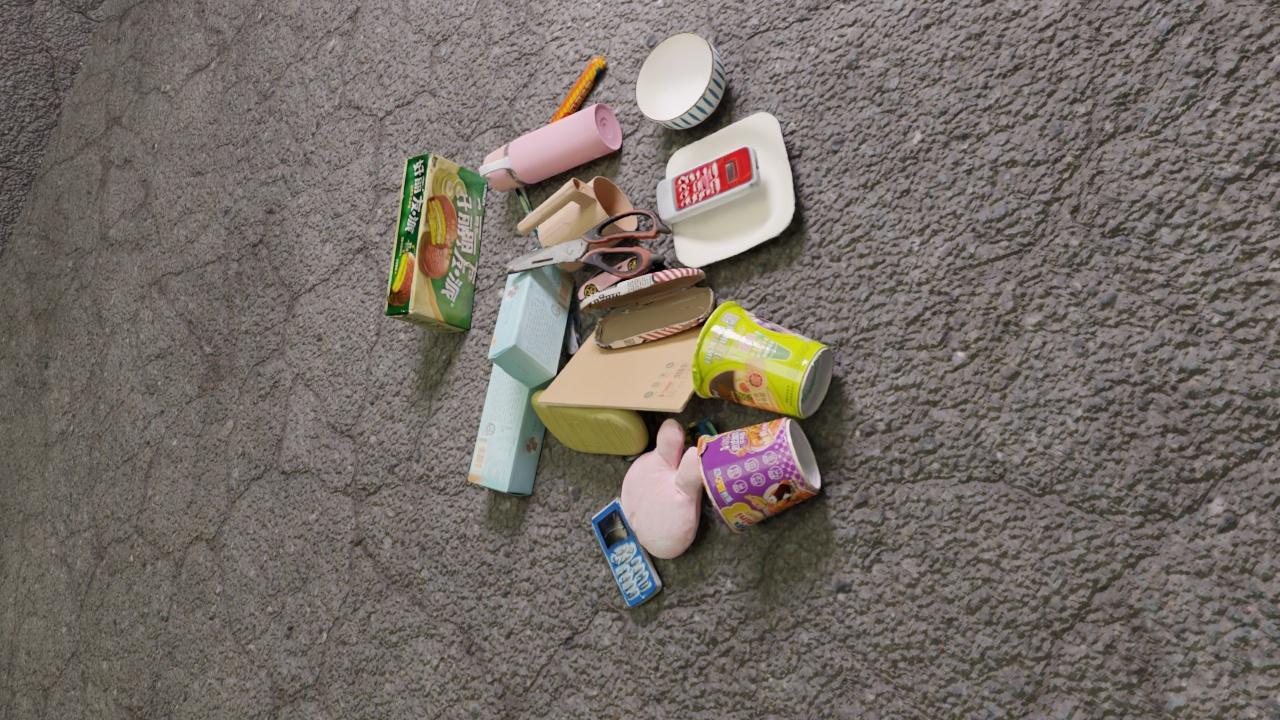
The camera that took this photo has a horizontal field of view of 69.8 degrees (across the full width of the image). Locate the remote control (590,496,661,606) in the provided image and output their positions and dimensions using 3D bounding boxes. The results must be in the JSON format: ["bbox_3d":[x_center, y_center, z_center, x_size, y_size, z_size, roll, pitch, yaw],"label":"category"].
[{"bbox_3d":[-0.017,0.226,1.085,0.049,0.024,0.125,-40,60,23],"label":"remote control"}]

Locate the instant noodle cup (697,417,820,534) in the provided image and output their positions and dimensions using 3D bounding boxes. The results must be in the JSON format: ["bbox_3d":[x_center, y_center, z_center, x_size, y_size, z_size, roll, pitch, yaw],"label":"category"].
[{"bbox_3d":[0.127,0.115,0.958,0.099,0.111,0.111,-23,66,22],"label":"instant noodle cup"}]

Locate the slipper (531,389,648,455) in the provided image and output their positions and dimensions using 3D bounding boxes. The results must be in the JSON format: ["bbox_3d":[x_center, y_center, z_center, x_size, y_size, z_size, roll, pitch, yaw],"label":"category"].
[{"bbox_3d":[-0.051,0.064,1.124,0.191,0.092,0.081,7,43,47],"label":"slipper"}]

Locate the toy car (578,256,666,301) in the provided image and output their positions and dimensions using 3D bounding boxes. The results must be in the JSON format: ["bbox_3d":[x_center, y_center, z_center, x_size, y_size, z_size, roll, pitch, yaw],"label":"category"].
[{"bbox_3d":[-0.024,-0.103,1.151,0.123,0.056,0.037,-27,71,29],"label":"toy car"}]

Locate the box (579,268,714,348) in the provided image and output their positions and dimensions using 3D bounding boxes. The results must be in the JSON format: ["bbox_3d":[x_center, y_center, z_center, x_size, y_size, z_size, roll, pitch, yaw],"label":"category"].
[{"bbox_3d":[0.003,-0.075,1.099,0.163,0.087,0.076,-15,39,28],"label":"box"}]

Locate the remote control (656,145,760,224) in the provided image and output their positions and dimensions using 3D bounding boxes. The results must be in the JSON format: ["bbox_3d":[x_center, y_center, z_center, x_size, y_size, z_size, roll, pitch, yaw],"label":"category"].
[{"bbox_3d":[0.077,-0.205,1.077,0.136,0.020,0.055,-16,71,33],"label":"remote control"}]

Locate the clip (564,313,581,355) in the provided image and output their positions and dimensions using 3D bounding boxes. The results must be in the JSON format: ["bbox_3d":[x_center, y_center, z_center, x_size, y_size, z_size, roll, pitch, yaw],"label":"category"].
[{"bbox_3d":[-0.089,-0.032,1.206,0.026,0.038,0.058,-26,63,27],"label":"clip"}]

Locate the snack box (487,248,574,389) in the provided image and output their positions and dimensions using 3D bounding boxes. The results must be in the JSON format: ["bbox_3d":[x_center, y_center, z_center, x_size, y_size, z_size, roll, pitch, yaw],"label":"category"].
[{"bbox_3d":[-0.138,-0.055,1.172,0.052,0.074,0.174,-26,40,33],"label":"snack box"}]

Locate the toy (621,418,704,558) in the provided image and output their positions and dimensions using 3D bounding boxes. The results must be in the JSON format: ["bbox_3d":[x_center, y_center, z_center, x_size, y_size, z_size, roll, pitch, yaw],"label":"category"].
[{"bbox_3d":[0.030,0.146,1.032,0.121,0.054,0.160,52,132,34],"label":"toy"}]

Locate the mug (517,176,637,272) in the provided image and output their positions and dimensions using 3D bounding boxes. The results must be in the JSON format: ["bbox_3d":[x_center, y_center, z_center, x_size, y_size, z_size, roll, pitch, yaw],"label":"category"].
[{"bbox_3d":[-0.081,-0.177,1.168,0.104,0.124,0.084,-33,62,28],"label":"mug"}]

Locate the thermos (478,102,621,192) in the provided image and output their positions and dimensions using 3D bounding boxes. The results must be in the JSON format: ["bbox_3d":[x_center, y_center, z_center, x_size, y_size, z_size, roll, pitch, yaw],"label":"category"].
[{"bbox_3d":[-0.129,-0.285,1.247,0.199,0.087,0.067,-13,94,29],"label":"thermos"}]

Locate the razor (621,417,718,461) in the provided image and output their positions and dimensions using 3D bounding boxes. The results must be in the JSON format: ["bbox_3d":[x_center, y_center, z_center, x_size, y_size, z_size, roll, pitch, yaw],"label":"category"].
[{"bbox_3d":[0.035,0.097,1.081,0.143,0.022,0.043,-20,112,35],"label":"razor"}]

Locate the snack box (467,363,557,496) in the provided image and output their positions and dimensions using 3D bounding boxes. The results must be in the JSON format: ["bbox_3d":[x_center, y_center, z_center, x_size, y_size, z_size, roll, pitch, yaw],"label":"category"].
[{"bbox_3d":[-0.169,0.087,1.214,0.074,0.051,0.174,9,85,36],"label":"snack box"}]

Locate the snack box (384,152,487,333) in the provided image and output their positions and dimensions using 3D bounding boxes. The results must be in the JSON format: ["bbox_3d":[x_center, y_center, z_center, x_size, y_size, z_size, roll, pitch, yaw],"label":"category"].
[{"bbox_3d":[-0.294,-0.168,1.330,0.063,0.114,0.240,-2,78,35],"label":"snack box"}]

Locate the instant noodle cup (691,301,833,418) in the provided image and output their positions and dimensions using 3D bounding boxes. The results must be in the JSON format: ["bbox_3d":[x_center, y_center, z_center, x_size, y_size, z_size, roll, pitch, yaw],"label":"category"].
[{"bbox_3d":[0.135,0.006,0.979,0.123,0.111,0.111,20,91,31],"label":"instant noodle cup"}]

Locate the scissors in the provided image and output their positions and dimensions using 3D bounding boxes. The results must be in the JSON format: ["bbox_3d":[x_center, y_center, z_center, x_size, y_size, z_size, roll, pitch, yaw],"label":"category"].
[{"bbox_3d":[-0.070,-0.122,1.126,0.209,0.015,0.185,-46,69,12],"label":"scissors"}]

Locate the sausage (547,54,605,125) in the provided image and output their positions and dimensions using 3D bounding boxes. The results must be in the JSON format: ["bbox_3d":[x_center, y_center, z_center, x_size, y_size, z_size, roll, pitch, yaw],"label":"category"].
[{"bbox_3d":[-0.098,-0.358,1.288,0.165,0.021,0.021,-53,54,15],"label":"sausage"}]

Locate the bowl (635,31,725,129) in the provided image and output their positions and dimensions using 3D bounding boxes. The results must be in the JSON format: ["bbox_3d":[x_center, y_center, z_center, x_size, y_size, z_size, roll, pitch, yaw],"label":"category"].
[{"bbox_3d":[0.058,-0.339,1.138,0.117,0.066,0.116,-11,72,35],"label":"bowl"}]

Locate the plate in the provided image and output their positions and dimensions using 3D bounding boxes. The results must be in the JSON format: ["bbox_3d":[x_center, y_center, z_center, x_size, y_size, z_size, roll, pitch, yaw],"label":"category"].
[{"bbox_3d":[0.109,-0.197,1.086,0.165,0.034,0.163,-18,69,33],"label":"plate"}]

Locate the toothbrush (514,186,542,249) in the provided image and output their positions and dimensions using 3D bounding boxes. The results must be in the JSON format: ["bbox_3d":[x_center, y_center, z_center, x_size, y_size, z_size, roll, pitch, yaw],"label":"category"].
[{"bbox_3d":[-0.160,-0.211,1.301,0.016,0.018,0.191,-37,60,23],"label":"toothbrush"}]

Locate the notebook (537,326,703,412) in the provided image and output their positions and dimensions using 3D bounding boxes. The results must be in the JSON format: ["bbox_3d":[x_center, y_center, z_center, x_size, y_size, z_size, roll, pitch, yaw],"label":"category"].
[{"bbox_3d":[-0.006,0.006,1.085,0.208,0.008,0.147,0,40,37],"label":"notebook"}]
